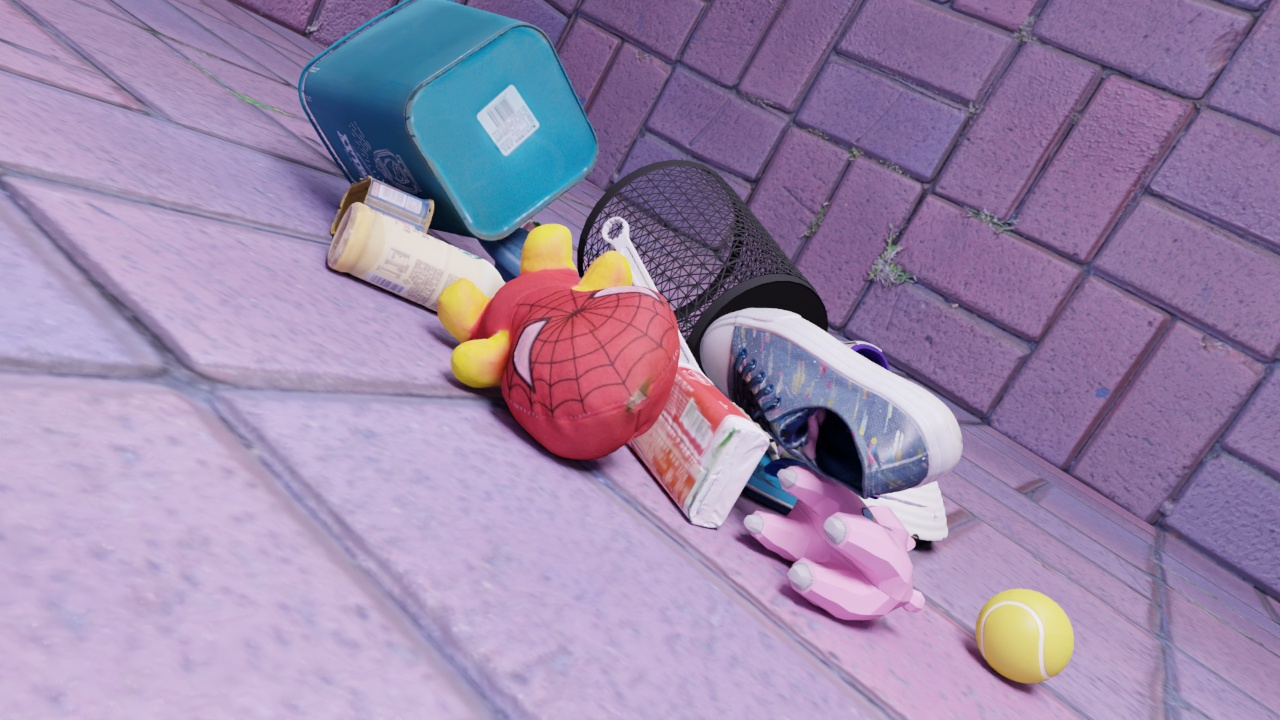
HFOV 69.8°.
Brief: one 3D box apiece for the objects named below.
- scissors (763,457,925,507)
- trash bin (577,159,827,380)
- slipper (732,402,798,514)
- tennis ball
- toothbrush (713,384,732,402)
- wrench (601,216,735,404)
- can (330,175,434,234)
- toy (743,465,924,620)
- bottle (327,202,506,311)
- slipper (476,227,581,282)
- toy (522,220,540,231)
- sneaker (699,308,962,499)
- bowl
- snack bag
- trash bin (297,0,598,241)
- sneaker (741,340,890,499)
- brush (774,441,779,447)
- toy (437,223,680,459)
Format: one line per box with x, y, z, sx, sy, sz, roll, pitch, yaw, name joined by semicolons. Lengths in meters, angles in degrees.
0.152;0.097;0.696;0.133;0.014;0.128;17;-18;-8;scissors
0.073;-0.076;1.025;0.216;0.217;0.243;21;21;-37;trash bin
0.040;0.044;0.772;0.295;0.060;0.118;27;9;-12;slipper
0.276;0.198;0.660;0.065;0.065;0.065;28;12;-7;tennis ball
-0.005;0.005;0.826;0.190;0.017;0.016;16;6;-3;toothbrush
0.021;-0.044;0.912;0.009;0.047;0.273;31;28;-55;wrench
-0.226;-0.124;0.799;0.059;0.054;0.100;21;-7;-30;can
0.149;0.131;0.643;0.157;0.067;0.123;26;13;-35;toy
-0.169;-0.071;0.752;0.162;0.056;0.056;24;13;-27;bottle
-0.087;-0.058;0.898;0.213;0.059;0.103;45;15;4;slipper
-0.123;-0.101;0.983;0.087;0.113;0.050;46;45;-15;toy
0.108;0.026;0.650;0.079;0.087;0.236;-20;30;-29;sneaker
0.236;0.102;0.911;0.177;0.071;0.177;22;13;-6;bowl
0.038;0.056;0.657;0.036;0.077;0.116;19;15;-33;snack bag
-0.172;-0.225;0.867;0.219;0.199;0.197;29;-26;51;trash bin
0.164;0.026;0.826;0.091;0.111;0.244;27;7;-22;sneaker
0.170;0.063;1.017;0.077;0.062;0.271;60;22;7;brush
-0.052;-0.013;0.641;0.216;0.147;0.099;40;-12;48;toy
